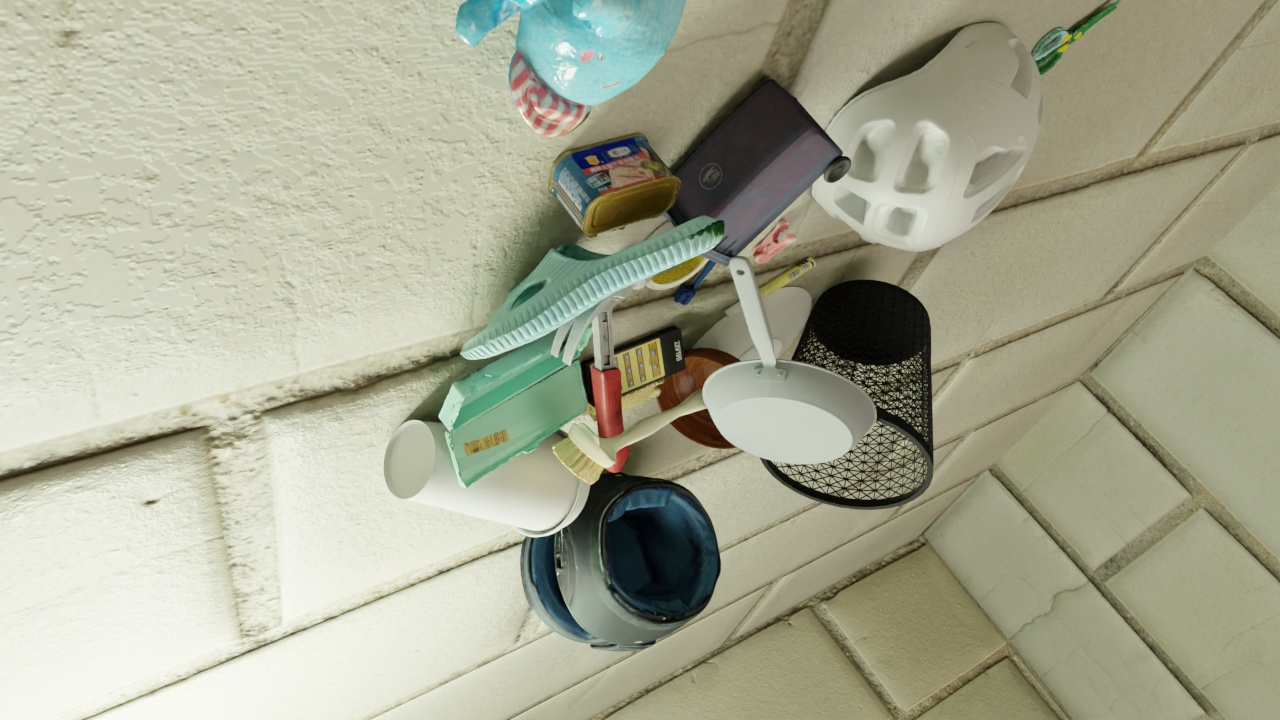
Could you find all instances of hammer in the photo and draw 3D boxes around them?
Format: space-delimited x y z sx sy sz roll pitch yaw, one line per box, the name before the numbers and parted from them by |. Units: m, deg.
hammer | -0.038 0.031 1.015 0.126 0.036 0.316 -44 152 -29

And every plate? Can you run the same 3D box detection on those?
plate | 0.150 -0.009 1.265 0.229 0.030 0.230 -28 153 -16

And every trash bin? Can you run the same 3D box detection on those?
trash bin | 0.288 0.035 1.217 0.217 0.217 0.242 103 7 -53
trash bin | 0.100 -0.172 0.867 0.161 0.093 0.092 -43 153 21

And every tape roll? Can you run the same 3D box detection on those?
tape roll | 0.038 -0.114 0.970 0.094 0.019 0.094 -28 153 -16

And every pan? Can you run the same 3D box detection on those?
pan | 0.144 0.018 1.001 0.201 0.050 0.357 1 147 23

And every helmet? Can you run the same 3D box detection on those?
helmet | -0.051 0.282 1.278 0.236 0.249 0.315 -16 166 32
helmet | 0.334 -0.243 1.022 0.281 0.184 0.225 -46 165 -27

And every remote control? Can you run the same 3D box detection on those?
remote control | -0.006 0.006 1.092 0.133 0.013 0.058 -23 119 -25

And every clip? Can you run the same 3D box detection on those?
clip | 0.158 -0.133 1.065 0.023 0.044 0.060 5 120 -49

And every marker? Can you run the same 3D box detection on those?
marker | 0.164 -0.092 1.162 0.132 0.014 0.014 -32 154 -8

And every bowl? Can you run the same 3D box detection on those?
bowl | 0.098 0.036 1.183 0.068 0.147 0.148 -52 171 -44

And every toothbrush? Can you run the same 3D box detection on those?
toothbrush | 0.094 -0.131 1.012 0.017 0.016 0.190 5 134 -44

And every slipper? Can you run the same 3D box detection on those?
slipper | -0.055 -0.076 0.823 0.277 0.069 0.115 -25 -174 17

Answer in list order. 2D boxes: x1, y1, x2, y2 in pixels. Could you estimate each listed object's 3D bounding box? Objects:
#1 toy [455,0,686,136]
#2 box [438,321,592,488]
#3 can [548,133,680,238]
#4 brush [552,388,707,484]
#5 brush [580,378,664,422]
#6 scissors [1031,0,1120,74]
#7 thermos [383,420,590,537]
toy | -0.041 -0.241 0.580 0.183 0.115 0.180 -51 139 10
box | -0.123 0.036 0.950 0.186 0.057 0.138 -30 146 -41
can | -0.022 -0.151 0.794 0.099 0.059 0.054 -21 150 -26
brush | 0.003 0.076 1.040 0.271 0.062 0.078 -18 157 -51
brush | -0.022 0.038 1.129 0.117 0.039 0.049 -19 150 -25
scissors | 0.514 -0.391 1.084 0.131 0.014 0.071 -38 154 8
thermos | -0.168 0.124 1.018 0.132 0.131 0.221 -46 145 20
